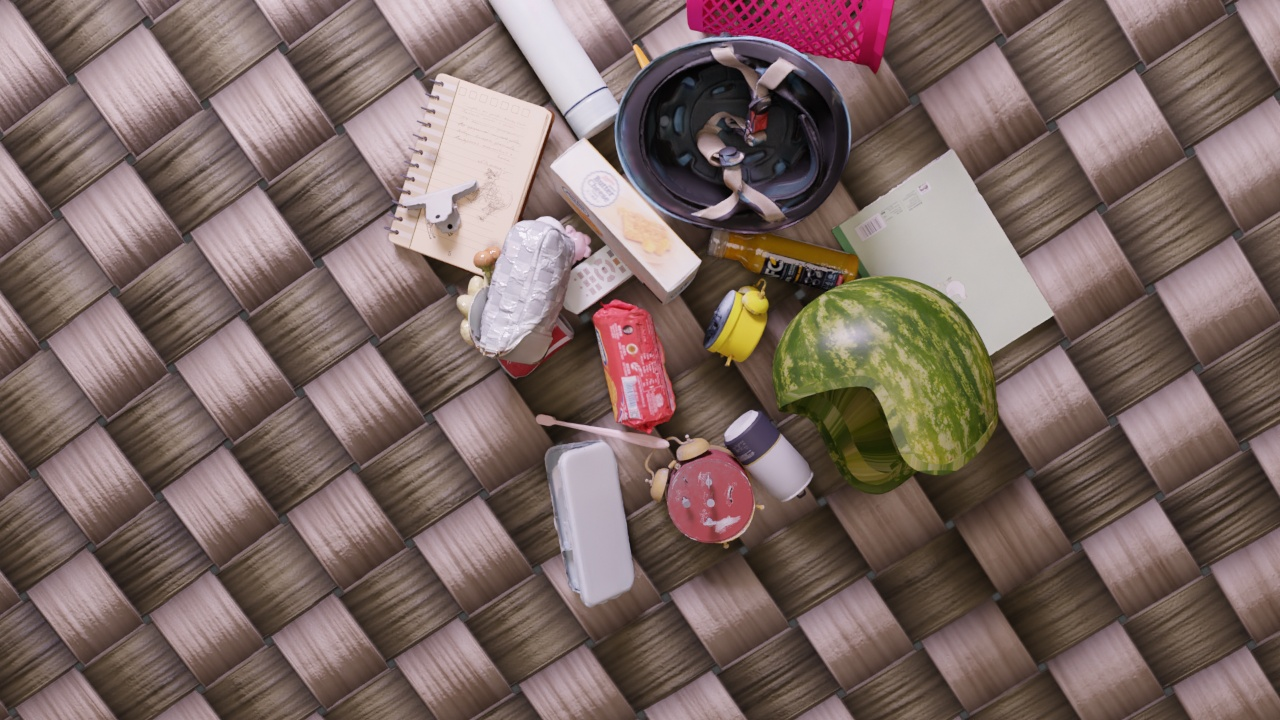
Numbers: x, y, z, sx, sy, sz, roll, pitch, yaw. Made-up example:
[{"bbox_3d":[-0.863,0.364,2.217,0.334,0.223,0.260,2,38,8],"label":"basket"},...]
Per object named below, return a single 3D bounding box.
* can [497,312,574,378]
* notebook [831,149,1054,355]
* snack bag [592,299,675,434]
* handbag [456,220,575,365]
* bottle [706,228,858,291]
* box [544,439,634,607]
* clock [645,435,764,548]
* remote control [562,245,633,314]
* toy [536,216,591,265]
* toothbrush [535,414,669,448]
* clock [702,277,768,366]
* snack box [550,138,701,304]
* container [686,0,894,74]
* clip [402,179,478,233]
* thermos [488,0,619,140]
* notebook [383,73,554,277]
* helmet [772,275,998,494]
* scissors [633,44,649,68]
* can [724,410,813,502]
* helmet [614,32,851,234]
[{"bbox_3d":[-0.137,-0.023,1.184,0.096,0.054,0.054,-38,95,6],"label":"can"},{"bbox_3d":[0.388,-0.113,1.177,0.182,0.010,0.252,-34,96,6],"label":"notebook"},{"bbox_3d":[-0.007,0.007,1.173,0.082,0.082,0.176,-12,98,3],"label":"snack bag"},{"bbox_3d":[-0.152,-0.087,1.107,0.123,0.112,0.171,19,91,19],"label":"handbag"},{"bbox_3d":[0.178,-0.130,1.158,0.186,0.053,0.053,14,98,0],"label":"bottle"},{"bbox_3d":[-0.062,0.212,1.190,0.107,0.110,0.216,-12,98,-1],"label":"box"},{"bbox_3d":[0.077,0.166,1.191,0.159,0.081,0.117,41,97,-4],"label":"clock"},{"bbox_3d":[-0.044,-0.115,1.177,0.143,0.024,0.049,-37,86,-5],"label":"remote control"},{"bbox_3d":[-0.121,-0.145,1.172,0.125,0.037,0.076,-4,98,12],"label":"toy"},{"bbox_3d":[-0.050,0.093,1.198,0.181,0.018,0.015,11,92,13],"label":"toothbrush"},{"bbox_3d":[0.125,-0.053,1.157,0.057,0.083,0.119,26,101,-8],"label":"clock"},{"bbox_3d":[-0.018,-0.166,1.117,0.057,0.104,0.208,-43,87,-4],"label":"snack box"},{"bbox_3d":[0.175,-0.440,1.063,0.226,0.183,0.183,8,98,8],"label":"container"},{"bbox_3d":[-0.246,-0.188,1.145,0.102,0.038,0.054,-14,69,11],"label":"clip"},{"bbox_3d":[-0.109,-0.382,1.124,0.068,0.068,0.230,-34,96,6],"label":"thermos"},{"bbox_3d":[-0.221,-0.232,1.158,0.167,0.024,0.225,21,98,8],"label":"notebook"},{"bbox_3d":[0.290,0.016,1.094,0.247,0.213,0.242,44,73,3],"label":"helmet"},{"bbox_3d":[0.027,-0.337,1.154,0.129,0.011,0.125,34,99,-5],"label":"scissors"},{"bbox_3d":[0.169,0.128,1.191,0.064,0.064,0.127,-42,95,7],"label":"can"},{"bbox_3d":[0.105,-0.269,1.080,0.265,0.166,0.226,8,115,1],"label":"helmet"}]
